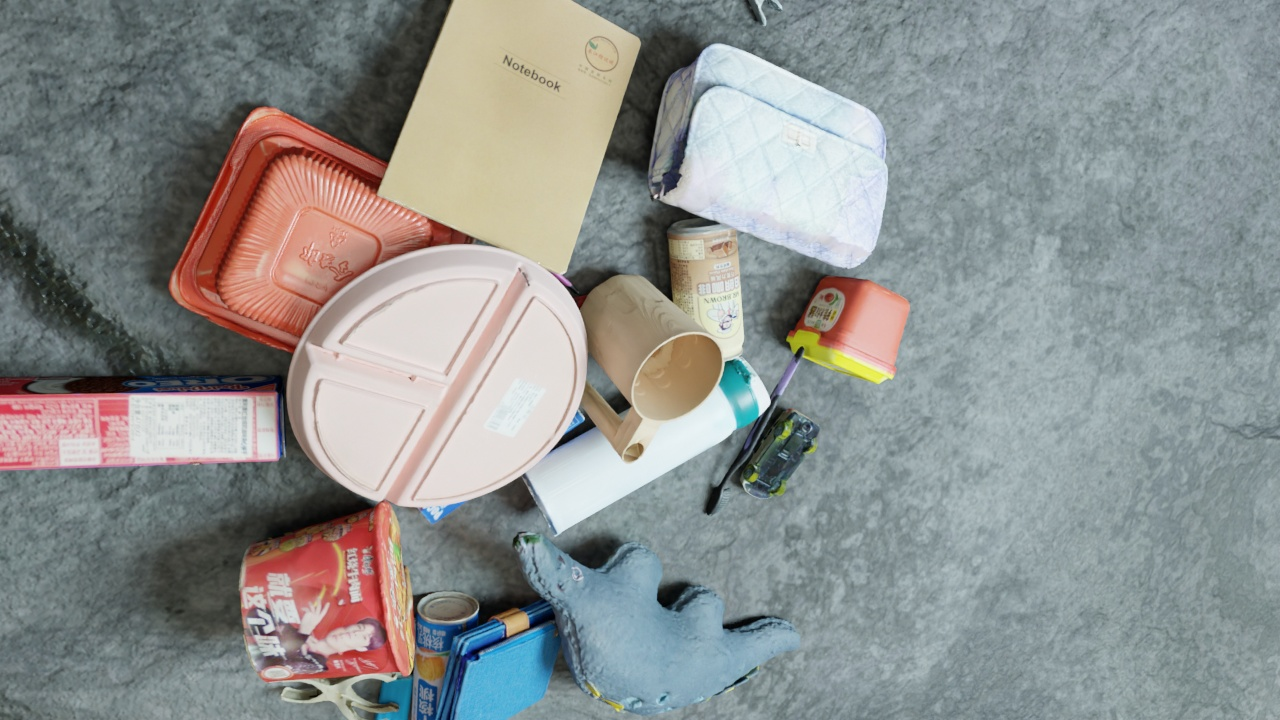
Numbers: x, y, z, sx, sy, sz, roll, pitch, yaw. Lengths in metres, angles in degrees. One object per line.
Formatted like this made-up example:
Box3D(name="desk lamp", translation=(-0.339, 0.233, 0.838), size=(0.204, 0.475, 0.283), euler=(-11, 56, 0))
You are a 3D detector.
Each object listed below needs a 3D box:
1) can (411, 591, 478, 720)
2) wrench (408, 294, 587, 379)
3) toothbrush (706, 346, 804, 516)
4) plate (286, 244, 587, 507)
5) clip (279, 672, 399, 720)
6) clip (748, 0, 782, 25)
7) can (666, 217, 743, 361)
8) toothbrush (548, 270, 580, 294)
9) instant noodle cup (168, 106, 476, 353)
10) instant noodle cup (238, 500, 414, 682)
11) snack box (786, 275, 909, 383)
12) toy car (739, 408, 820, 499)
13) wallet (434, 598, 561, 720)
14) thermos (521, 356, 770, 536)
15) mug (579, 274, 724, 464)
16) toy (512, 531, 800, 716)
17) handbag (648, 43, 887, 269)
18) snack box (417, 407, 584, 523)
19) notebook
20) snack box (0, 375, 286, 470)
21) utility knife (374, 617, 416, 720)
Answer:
Box3D(name="can", translation=(-0.172, 0.275, 0.804), size=(0.053, 0.053, 0.135), euler=(1, 105, -19))
Box3D(name="wrench", translation=(-0.148, -0.006, 0.752), size=(0.273, 0.016, 0.056), euler=(-20, 114, -12))
Box3D(name="toothbrush", translation=(0.106, 0.068, 0.838), size=(0.016, 0.014, 0.189), euler=(12, 115, -32))
Box3D(name="plate", translation=(-0.142, 0.022, 0.687), size=(0.229, 0.028, 0.230), euler=(-15, 128, -20))
Box3D(name="clip", translation=(-0.248, 0.270, 0.784), size=(0.103, 0.035, 0.092), euler=(30, 97, -6))
Box3D(name="clip", translation=(0.092, -0.300, 0.744), size=(0.031, 0.025, 0.057), euler=(-42, 120, 3))
Box3D(name="can", translation=(0.056, -0.060, 0.781), size=(0.058, 0.058, 0.116), euler=(-11, 108, -15))
Box3D(name="toothbrush", translation=(-0.115, -0.115, 0.734), size=(0.189, 0.014, 0.017), euler=(41, 78, -24))
Box3D(name="instant noodle cup", translation=(-0.227, -0.075, 0.672), size=(0.188, 0.079, 0.164), euler=(24, 94, -21))
Box3D(name="instant noodle cup", translation=(-0.243, 0.187, 0.718), size=(0.108, 0.138, 0.138), euler=(-9, 108, -9))
Box3D(name="snack box", translation=(0.189, -0.030, 0.818), size=(0.082, 0.091, 0.080), euler=(23, 90, -22))
Box3D(name="toy car", translation=(0.129, 0.088, 0.860), size=(0.042, 0.035, 0.090), euler=(29, 100, -22))
Box3D(name="wallet", translation=(-0.121, 0.269, 0.795), size=(0.132, 0.040, 0.106), euler=(-5, 113, -59))
Box3D(name="thermos", translation=(0.008, 0.070, 0.800), size=(0.224, 0.073, 0.073), euler=(-28, 112, -9))
Box3D(name="mug", translation=(-0.004, 0.004, 0.748), size=(0.084, 0.103, 0.125), euler=(15, 112, -41))
Box3D(name="toy", translation=(0.006, 0.248, 0.828), size=(0.356, 0.091, 0.138), euler=(32, 88, -34))
Box3D(name="handbag", translation=(0.107, -0.163, 0.741), size=(0.193, 0.076, 0.134), euler=(15, 79, -23))
Box3D(name="snack box", translation=(-0.132, 0.060, 0.762), size=(0.157, 0.026, 0.084), euler=(-34, 124, -6))
Box3D(name="notebook", translation=(-0.091, -0.185, 0.684), size=(0.147, 0.008, 0.207), euler=(22, 76, -22))
Box3D(name="snack box", translation=(-0.370, 0.045, 0.673), size=(0.207, 0.057, 0.058), euler=(0, 103, -18))
Box3D(name="utility knife", translation=(-0.222, 0.320, 0.820), size=(0.034, 0.018, 0.199), euler=(12, 100, -4))
